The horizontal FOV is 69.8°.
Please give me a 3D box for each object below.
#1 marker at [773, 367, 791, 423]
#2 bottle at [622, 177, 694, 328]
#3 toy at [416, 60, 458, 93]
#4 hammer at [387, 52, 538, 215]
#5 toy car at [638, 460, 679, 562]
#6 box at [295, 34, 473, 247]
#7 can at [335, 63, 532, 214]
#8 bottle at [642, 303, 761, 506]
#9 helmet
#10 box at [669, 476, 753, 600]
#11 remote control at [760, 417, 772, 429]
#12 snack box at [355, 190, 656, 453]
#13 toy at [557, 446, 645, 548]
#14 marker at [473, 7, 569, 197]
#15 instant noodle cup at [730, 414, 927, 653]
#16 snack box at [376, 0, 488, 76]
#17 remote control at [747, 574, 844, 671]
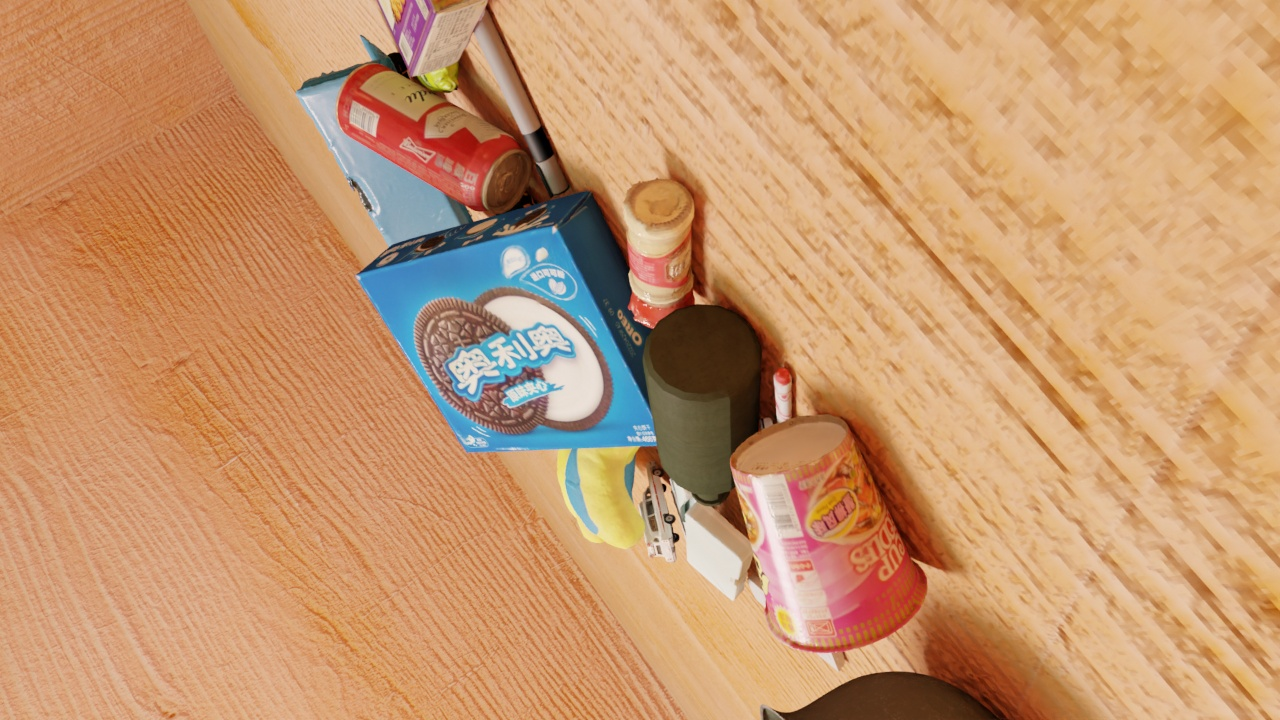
[{"bbox_3d":[0.094,0.049,0.596,0.013,0.012,0.142,45,162,33],"label":"marker"},{"bbox_3d":[0.012,-0.062,0.554,0.044,0.044,0.109,49,163,24],"label":"bottle"},{"bbox_3d":[-0.172,-0.257,0.724,0.094,0.036,0.094,52,164,37],"label":"toy"},{"bbox_3d":[-0.149,-0.173,0.841,0.320,0.036,0.123,46,164,39],"label":"hammer"},{"bbox_3d":[0.015,0.159,0.965,0.113,0.039,0.039,-105,2,-51],"label":"toy car"},{"bbox_3d":[-0.230,-0.198,0.903,0.102,0.094,0.232,-92,-15,-46],"label":"box"},{"bbox_3d":[-0.171,-0.181,0.749,0.170,0.067,0.067,32,158,20],"label":"can"},{"bbox_3d":[0.045,0.046,0.628,0.071,0.071,0.207,47,163,28],"label":"bottle"},{"bbox_3d":[0.181,0.296,0.584,0.268,0.153,0.227,62,165,-26],"label":"helmet"},{"bbox_3d":[0.057,0.158,0.877,0.136,0.049,0.197,57,169,22],"label":"box"},{"bbox_3d":[0.091,0.087,0.637,0.147,0.008,0.045,74,-171,-62],"label":"remote control"},{"bbox_3d":[-0.096,-0.019,0.747,0.239,0.056,0.195,-6,121,39],"label":"snack box"},{"bbox_3d":[-0.045,0.116,0.976,0.214,0.084,0.149,-164,79,-78],"label":"toy"},{"bbox_3d":[-0.086,-0.181,0.651,0.016,0.016,0.140,35,155,54],"label":"marker"},{"bbox_3d":[0.103,0.094,0.530,0.098,0.097,0.108,20,134,66],"label":"instant noodle cup"},{"bbox_3d":[-0.153,-0.272,0.582,0.148,0.040,0.143,66,163,-10],"label":"snack box"},{"bbox_3d":[0.144,0.243,0.861,0.131,0.012,0.033,31,150,57],"label":"remote control"}]
